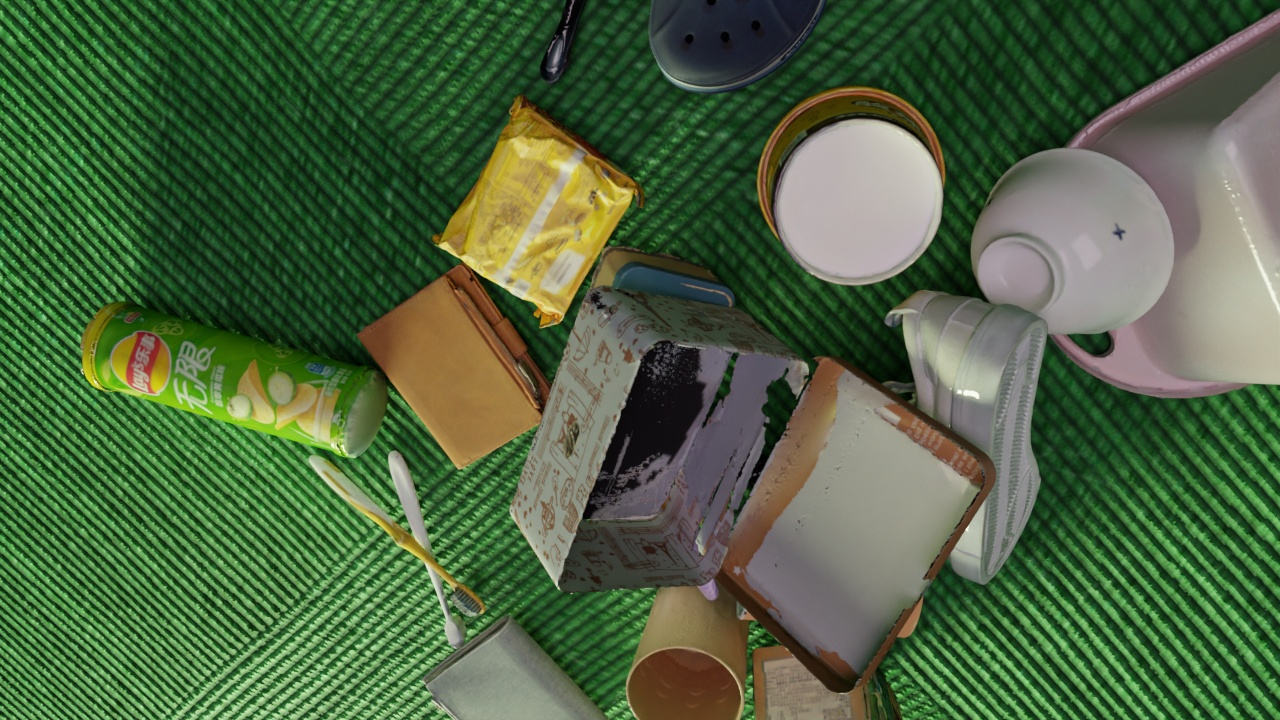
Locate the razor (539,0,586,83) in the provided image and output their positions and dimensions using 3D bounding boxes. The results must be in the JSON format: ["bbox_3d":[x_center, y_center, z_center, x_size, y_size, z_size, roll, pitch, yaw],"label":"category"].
[{"bbox_3d":[-0.036,-0.246,0.585,0.043,0.022,0.143,27,112,16],"label":"razor"}]

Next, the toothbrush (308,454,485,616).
[{"bbox_3d":[-0.199,0.141,0.741,0.191,0.018,0.016,41,118,4],"label":"toothbrush"}]

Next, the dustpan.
[{"bbox_3d":[0.387,-0.100,0.564,0.273,0.139,0.222,-30,100,-10],"label":"dustpan"}]

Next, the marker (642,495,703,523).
[{"bbox_3d":[-0.007,0.094,0.702,0.124,0.015,0.018,26,110,1],"label":"marker"}]

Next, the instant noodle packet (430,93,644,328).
[{"bbox_3d":[-0.071,-0.098,0.632,0.111,0.044,0.129,35,114,-4],"label":"instant noodle packet"}]

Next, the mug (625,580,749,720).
[{"bbox_3d":[0.048,0.237,0.694,0.084,0.103,0.125,-20,104,16],"label":"mug"}]

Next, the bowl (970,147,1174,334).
[{"bbox_3d":[0.239,-0.059,0.543,0.118,0.064,0.118,35,140,37],"label":"bowl"}]

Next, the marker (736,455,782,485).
[{"bbox_3d":[0.131,0.069,0.665,0.131,0.018,0.023,-16,119,16],"label":"marker"}]

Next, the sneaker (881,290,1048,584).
[{"bbox_3d":[0.201,0.055,0.595,0.091,0.089,0.242,26,148,39],"label":"sneaker"}]

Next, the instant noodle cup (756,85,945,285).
[{"bbox_3d":[0.128,-0.103,0.555,0.118,0.114,0.118,3,109,10],"label":"instant noodle cup"}]

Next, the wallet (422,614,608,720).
[{"bbox_3d":[-0.107,0.287,0.777,0.107,0.037,0.130,-37,104,13],"label":"wallet"}]

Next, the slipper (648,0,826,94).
[{"bbox_3d":[0.066,-0.279,0.518,0.105,0.095,0.253,12,107,9],"label":"slipper"}]

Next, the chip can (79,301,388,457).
[{"bbox_3d":[-0.305,0.015,0.701,0.221,0.072,0.073,15,111,5],"label":"chip can"}]

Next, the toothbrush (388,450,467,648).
[{"bbox_3d":[-0.175,0.156,0.758,0.016,0.016,0.180,-12,104,12],"label":"toothbrush"}]

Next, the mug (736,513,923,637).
[{"bbox_3d":[0.137,0.161,0.670,0.123,0.078,0.078,11,111,1],"label":"mug"}]

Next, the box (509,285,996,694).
[{"bbox_3d":[0.046,0.079,0.543,0.227,0.156,0.180,38,115,34],"label":"box"}]

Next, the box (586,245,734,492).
[{"bbox_3d":[-0.004,0.004,0.633,0.089,0.059,0.185,9,116,-22],"label":"box"}]

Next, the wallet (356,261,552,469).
[{"bbox_3d":[-0.135,0.006,0.688,0.108,0.031,0.132,-31,102,21],"label":"wallet"}]

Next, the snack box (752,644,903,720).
[{"bbox_3d":[0.129,0.265,0.667,0.118,0.118,0.106,-13,125,14],"label":"snack box"}]

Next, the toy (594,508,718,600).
[{"bbox_3d":[0.006,0.141,0.695,0.108,0.038,0.084,-7,105,33],"label":"toy"}]
